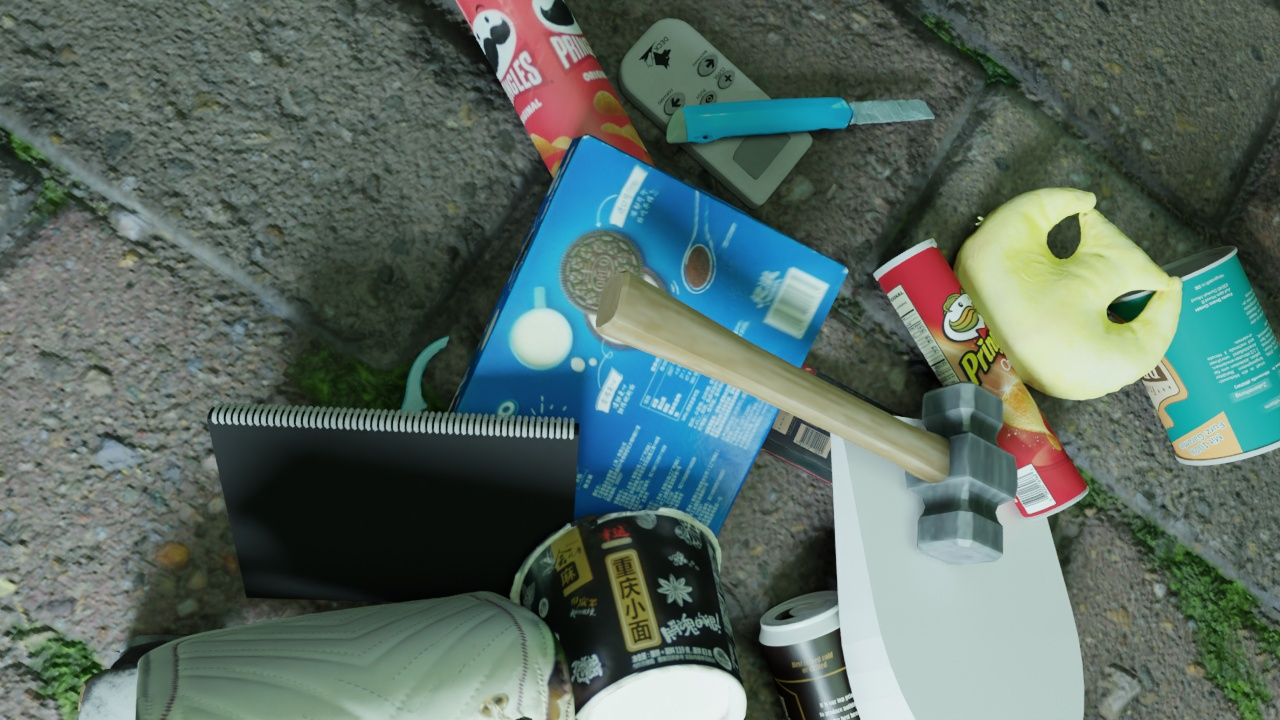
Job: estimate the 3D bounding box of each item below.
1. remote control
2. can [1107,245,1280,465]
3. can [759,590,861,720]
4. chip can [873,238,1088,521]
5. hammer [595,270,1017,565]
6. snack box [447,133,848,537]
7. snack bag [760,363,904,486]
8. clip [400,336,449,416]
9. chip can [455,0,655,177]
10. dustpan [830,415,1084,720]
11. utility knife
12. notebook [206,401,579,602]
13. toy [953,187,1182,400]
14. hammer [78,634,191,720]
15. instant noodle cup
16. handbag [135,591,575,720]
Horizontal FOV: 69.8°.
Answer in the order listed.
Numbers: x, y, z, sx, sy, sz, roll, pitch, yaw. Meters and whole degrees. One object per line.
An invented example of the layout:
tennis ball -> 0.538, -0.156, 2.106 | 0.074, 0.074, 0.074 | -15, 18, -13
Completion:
remote control -> 0.055, -0.190, 0.695 | 0.151, 0.019, 0.074 | 40, 77, -6
can -> 0.447, -0.004, 0.726 | 0.099, 0.099, 0.144 | -26, 90, -15
can -> 0.135, 0.234, 0.643 | 0.071, 0.072, 0.128 | -19, 89, -14
chip can -> 0.253, 0.013, 0.686 | 0.051, 0.052, 0.214 | -27, 81, -15
hammer -> 0.113, 0.028, 0.568 | 0.322, 0.051, 0.117 | 25, 61, -27
snack box -> -0.004, 0.004, 0.600 | 0.195, 0.056, 0.239 | 24, 96, -17
snack bag -> 0.162, 0.063, 0.694 | 0.155, 0.018, 0.074 | 28, 79, -9
clip -> -0.132, 0.053, 0.625 | 0.121, 0.031, 0.130 | 23, 79, -14
chip can -> -0.051, -0.178, 0.643 | 0.073, 0.073, 0.233 | -29, 92, -15
dustpan -> 0.219, 0.173, 0.653 | 0.191, 0.053, 0.257 | 9, 62, -28
utility knife -> 0.124, -0.184, 0.695 | 0.224, 0.015, 0.031 | -7, 87, -14
notebook -> -0.144, 0.092, 0.560 | 0.206, 0.016, 0.149 | 3, 124, -4
toy -> 0.313, -0.044, 0.706 | 0.155, 0.064, 0.170 | -43, 78, 18
hammer -> -0.164, 0.206, 0.576 | 0.328, 0.098, 0.052 | 5, 84, -19
instant noodle cup -> -0.001, 0.173, 0.552 | 0.137, 0.112, 0.137 | -8, 126, -11
handbag -> -0.146, 0.187, 0.471 | 0.198, 0.142, 0.096 | -2, 89, -27
